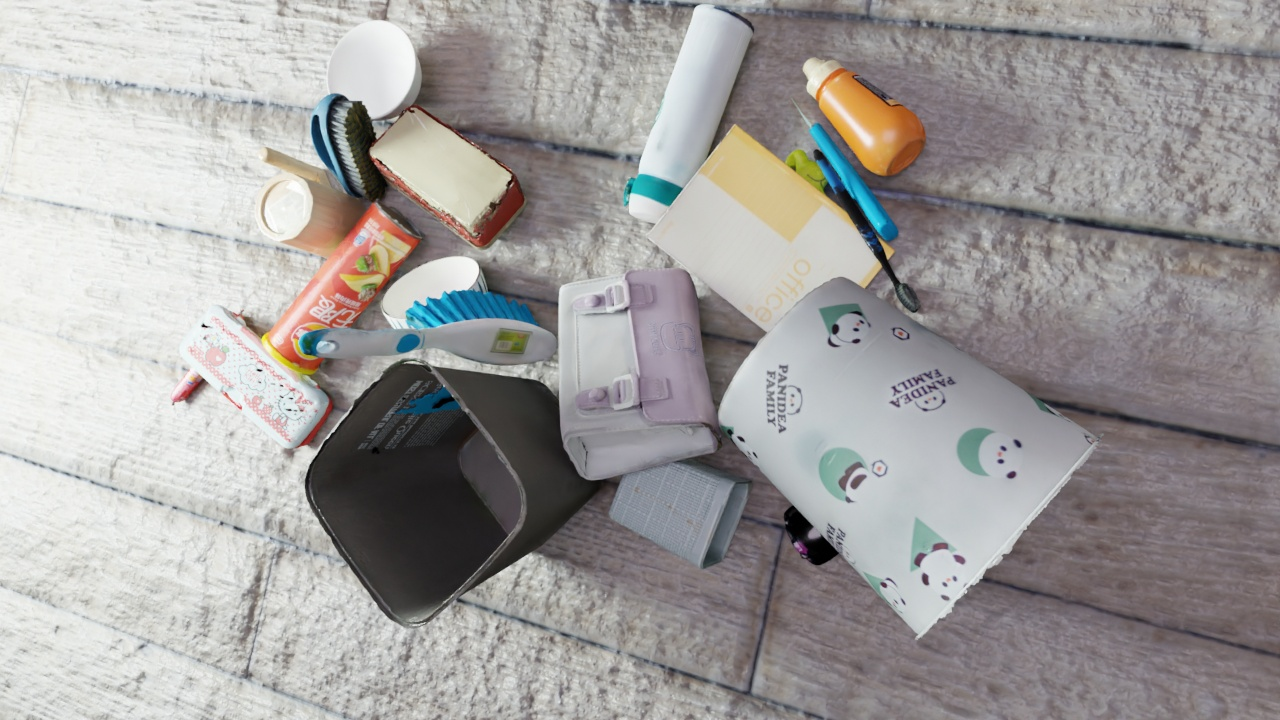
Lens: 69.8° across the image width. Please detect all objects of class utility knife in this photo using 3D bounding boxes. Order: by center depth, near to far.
[{"bbox_3d":[0.201,-0.199,0.927,0.018,0.034,0.185,-37,74,21],"label":"utility knife"}]

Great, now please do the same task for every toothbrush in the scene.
[{"bbox_3d":[0.222,-0.128,0.903,0.014,0.016,0.189,-32,90,-4],"label":"toothbrush"}]

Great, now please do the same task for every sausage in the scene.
[{"bbox_3d":[-0.542,-0.003,1.149,0.020,0.020,0.156,42,97,16],"label":"sausage"}]

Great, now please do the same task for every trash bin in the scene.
[{"bbox_3d":[0.221,0.071,0.805,0.252,0.229,0.230,42,98,21],"label":"trash bin"},{"bbox_3d":[-0.165,0.114,0.906,0.199,0.219,0.198,-46,75,18],"label":"trash bin"}]

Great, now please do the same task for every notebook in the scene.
[{"bbox_3d":[0.130,-0.117,0.925,0.206,0.010,0.146,39,97,1],"label":"notebook"}]

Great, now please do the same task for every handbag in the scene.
[{"bbox_3d":[-0.005,0.005,0.905,0.145,0.098,0.196,-10,52,6],"label":"handbag"}]

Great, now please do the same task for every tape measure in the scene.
[{"bbox_3d":[0.167,0.170,0.892,0.039,0.057,0.058,-41,60,15],"label":"tape measure"}]

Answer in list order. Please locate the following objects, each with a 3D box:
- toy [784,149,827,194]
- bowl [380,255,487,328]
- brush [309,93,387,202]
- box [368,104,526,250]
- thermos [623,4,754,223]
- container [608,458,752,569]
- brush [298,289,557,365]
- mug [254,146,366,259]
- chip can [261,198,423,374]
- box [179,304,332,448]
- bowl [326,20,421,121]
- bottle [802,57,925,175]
[{"bbox_3d":[0.143,-0.170,0.942,0.100,0.031,0.096,5,87,13],"label":"toy"},{"bbox_3d":[-0.220,-0.058,1.018,0.117,0.116,0.066,-8,127,17],"label":"bowl"},{"bbox_3d":[-0.337,-0.244,1.047,0.073,0.144,0.055,17,59,12],"label":"brush"},{"bbox_3d":[-0.218,-0.207,1.024,0.168,0.077,0.091,36,80,16],"label":"box"},{"bbox_3d":[0.047,-0.251,0.961,0.073,0.073,0.224,21,92,18],"label":"thermos"},{"bbox_3d":[0.039,0.141,0.920,0.111,0.090,0.090,23,92,21],"label":"container"},{"bbox_3d":[-0.200,-0.028,0.884,0.109,0.313,0.061,36,111,38],"label":"brush"},{"bbox_3d":[-0.390,-0.185,1.073,0.084,0.103,0.124,-27,78,13],"label":"mug"},{"bbox_3d":[-0.345,-0.084,1.068,0.073,0.073,0.217,44,98,16],"label":"chip can"},{"bbox_3d":[-0.460,0.018,1.097,0.201,0.047,0.087,38,96,11],"label":"box"},{"bbox_3d":[-0.299,-0.329,1.077,0.118,0.064,0.118,-2,85,18],"label":"bowl"},{"bbox_3d":[0.215,-0.251,0.914,0.067,0.066,0.149,-42,68,10],"label":"bottle"}]
